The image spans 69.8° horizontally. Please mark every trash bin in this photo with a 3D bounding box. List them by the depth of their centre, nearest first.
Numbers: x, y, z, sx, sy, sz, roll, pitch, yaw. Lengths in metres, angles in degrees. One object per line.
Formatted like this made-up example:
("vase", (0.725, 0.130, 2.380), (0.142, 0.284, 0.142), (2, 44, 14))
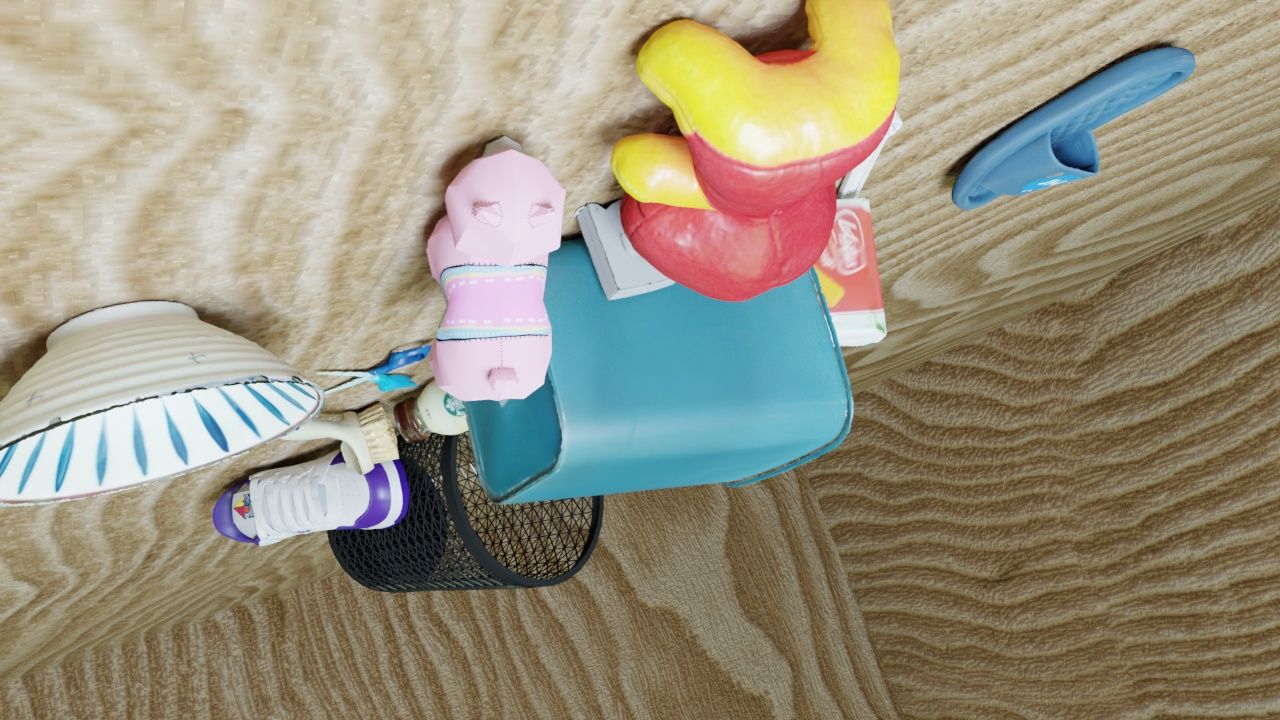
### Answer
("trash bin", (-0.004, 0.004, 0.673), (0.218, 0.196, 0.200), (-7, 163, -32))
("trash bin", (-0.203, 0.154, 1.003), (0.244, 0.217, 0.216), (-20, 172, 34))

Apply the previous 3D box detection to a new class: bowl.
("bowl", (-0.269, 0.015, 0.493), (0.177, 0.071, 0.177), (-21, 170, -4))

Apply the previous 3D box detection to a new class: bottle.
("bottle", (-0.146, 0.029, 0.846), (0.162, 0.056, 0.056), (-21, 170, 3))

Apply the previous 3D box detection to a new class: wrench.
("wrench", (0.169, -0.137, 0.742), (0.047, 0.009, 0.273), (-21, 170, -1))

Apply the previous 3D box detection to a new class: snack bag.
("snack bag", (0.147, -0.069, 0.722), (0.077, 0.115, 0.036), (-4, 168, -2))

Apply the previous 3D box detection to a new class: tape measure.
("tape measure", (-0.004, -0.074, 0.586), (0.062, 0.060, 0.020), (-14, 168, -31))

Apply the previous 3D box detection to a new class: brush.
("brush", (-0.283, 0.058, 0.756), (0.077, 0.062, 0.272), (-39, 163, 8))

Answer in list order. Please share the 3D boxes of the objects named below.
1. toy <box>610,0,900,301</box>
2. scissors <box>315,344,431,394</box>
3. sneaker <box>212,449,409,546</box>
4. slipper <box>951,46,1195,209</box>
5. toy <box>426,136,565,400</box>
("toy", (0.057, -0.100, 0.492), (0.147, 0.098, 0.216), (-12, 163, -8))
("scissors", (-0.214, 0.010, 0.746), (0.133, 0.014, 0.127), (-20, 166, 24))
("sneaker", (-0.339, 0.138, 0.916), (0.245, 0.091, 0.111), (-16, 173, 38))
("slipper", (0.345, -0.177, 0.749), (0.103, 0.059, 0.214), (-11, 164, -35))
("toy", (-0.076, -0.042, 0.487), (0.067, 0.123, 0.158), (-2, 174, -16))
